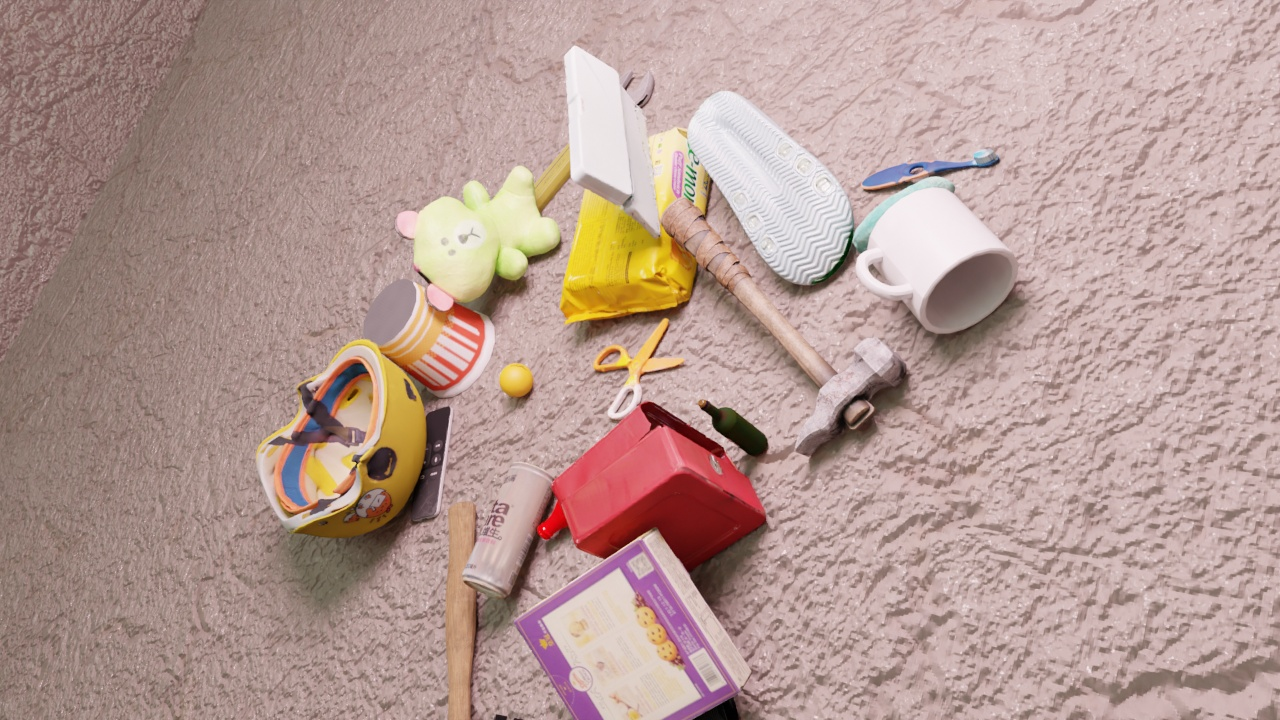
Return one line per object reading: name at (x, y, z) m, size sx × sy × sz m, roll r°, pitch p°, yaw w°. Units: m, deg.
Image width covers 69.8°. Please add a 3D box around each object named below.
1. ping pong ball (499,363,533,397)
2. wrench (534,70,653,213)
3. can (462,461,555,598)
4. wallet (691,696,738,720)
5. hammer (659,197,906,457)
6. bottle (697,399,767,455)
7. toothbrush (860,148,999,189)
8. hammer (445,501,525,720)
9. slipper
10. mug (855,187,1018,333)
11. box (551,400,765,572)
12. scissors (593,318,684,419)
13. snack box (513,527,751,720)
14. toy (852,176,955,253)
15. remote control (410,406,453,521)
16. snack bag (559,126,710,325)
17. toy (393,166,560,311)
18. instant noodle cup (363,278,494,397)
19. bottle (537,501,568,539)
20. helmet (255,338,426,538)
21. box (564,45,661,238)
ping pong ball at (-0.147, 0.023, 1.086) m, size 0.040 × 0.040 × 0.040 m, roll -19°, pitch 54°, yaw 29°
wrench at (-0.082, -0.281, 1.229) m, size 0.273 × 0.018 × 0.083 m, roll -50°, pitch 45°, yaw 3°
can at (-0.138, 0.178, 0.966) m, size 0.054 × 0.054 × 0.135 m, roll 0°, pitch 57°, yaw 39°
wallet at (0.034, 0.280, 0.799) m, size 0.089 × 0.026 × 0.114 m, roll -30°, pitch 51°, yaw 23°
hammer at (0.113, -0.053, 0.884) m, size 0.122 × 0.049 × 0.318 m, roll -46°, pitch 56°, yaw 14°
bottle at (0.082, 0.059, 0.835) m, size 0.025 × 0.106 × 0.025 m, roll -19°, pitch 54°, yaw 29°
toothbrush at (0.276, -0.184, 0.887) m, size 0.135 × 0.017 × 0.021 m, roll -5°, pitch 60°, yaw 36°
hammer at (-0.186, 0.289, 0.967) m, size 0.133 × 0.040 × 0.304 m, roll -28°, pitch 50°, yaw 27°
slipper at (0.138, -0.184, 0.951) m, size 0.104 × 0.074 × 0.245 m, roll -44°, pitch 62°, yaw 21°
mug at (0.244, -0.082, 0.787) m, size 0.121 × 0.091 × 0.090 m, roll -14°, pitch 47°, yaw -13°
box at (0.018, 0.123, 0.816) m, size 0.129 × 0.157 × 0.092 m, roll -39°, pitch 52°, yaw 16°
scissors at (-0.005, 0.012, 1.000) m, size 0.126 × 0.011 × 0.128 m, roll -7°, pitch 62°, yaw 37°
snack box at (-0.009, 0.238, 0.760) m, size 0.148 × 0.040 × 0.143 m, roll -36°, pitch 82°, yaw 20°
toy at (0.243, -0.134, 0.843) m, size 0.105 × 0.085 × 0.033 m, roll -33°, pitch 77°, yaw 16°
remote control at (-0.258, 0.126, 1.137) m, size 0.045 × 0.008 × 0.146 m, roll -18°, pitch 55°, yaw 30°
snack bag at (-0.007, -0.158, 1.061) m, size 0.160 × 0.068 × 0.246 m, roll -7°, pitch 61°, yaw 33°
toy at (-0.206, -0.153, 1.163) m, size 0.196 × 0.107 × 0.150 m, roll -26°, pitch 84°, yaw -18°
instant noodle cup at (-0.272, -0.034, 1.163) m, size 0.124 × 0.121 × 0.123 m, roll -19°, pitch 54°, yaw 29°
bottle at (-0.060, 0.143, 0.949) m, size 0.119 × 0.036 × 0.036 m, roll -42°, pitch 46°, yaw 12°
helmet at (-0.337, 0.107, 1.118) m, size 0.209 × 0.139 × 0.240 m, roll 34°, pitch 90°, yaw 44°
box at (-0.025, -0.236, 0.979) m, size 0.041 × 0.134 × 0.196 m, roll -31°, pitch 48°, yaw 34°
